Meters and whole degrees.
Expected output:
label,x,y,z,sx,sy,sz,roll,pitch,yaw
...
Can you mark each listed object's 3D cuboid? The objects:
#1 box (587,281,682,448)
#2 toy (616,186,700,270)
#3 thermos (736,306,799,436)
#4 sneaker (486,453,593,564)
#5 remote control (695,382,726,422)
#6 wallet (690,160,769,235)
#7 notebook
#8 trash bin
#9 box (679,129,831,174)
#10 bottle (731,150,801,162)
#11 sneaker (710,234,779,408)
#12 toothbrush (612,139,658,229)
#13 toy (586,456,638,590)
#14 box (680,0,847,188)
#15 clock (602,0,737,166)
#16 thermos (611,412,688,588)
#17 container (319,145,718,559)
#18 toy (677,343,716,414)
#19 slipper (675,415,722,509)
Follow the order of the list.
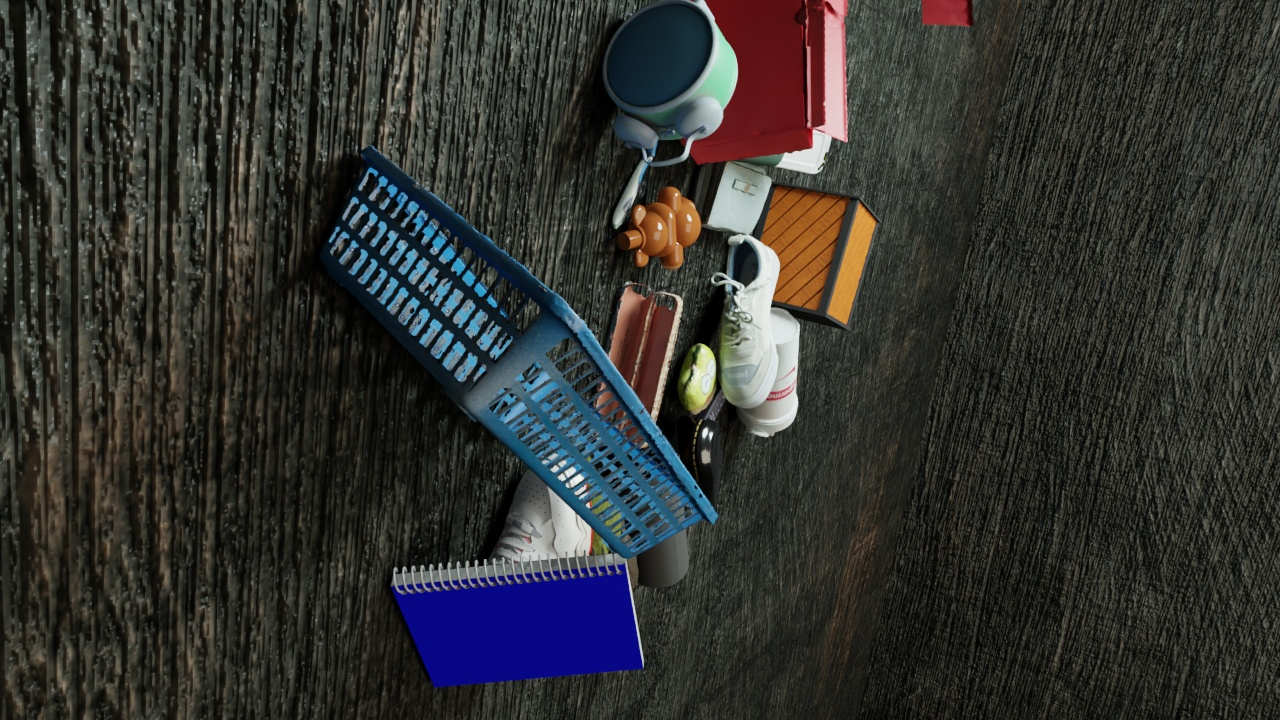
label,x,y,z,sx,sy,sz,roll,pitch,yaw
box,-0.006,0.006,1.048,0.042,0.083,0.187,-1,104,-73
toy,0.016,-0.145,1.032,0.127,0.065,0.095,-24,117,-45
thermos,0.190,0.023,1.370,0.099,0.099,0.221,-54,154,-33
sneaker,-0.124,0.215,0.940,0.104,0.090,0.237,-1,108,-53
remote control,0.113,0.056,1.351,0.136,0.015,0.032,-58,149,-32
wallet,0.112,-0.215,1.171,0.131,0.054,0.100,-3,106,-56
notebook,-0.110,0.244,0.860,0.022,0.209,0.172,-93,176,-51
trash bin,0.250,-0.152,1.355,0.139,0.140,0.172,14,92,-62
box,0.146,-0.300,1.100,0.209,0.036,0.130,4,100,-28
bottle,0.132,-0.259,1.054,0.131,0.061,0.061,1,115,-27
sneaker,0.134,-0.058,1.239,0.090,0.090,0.241,31,60,-49
toothbrush,0.011,-0.223,1.010,0.188,0.017,0.016,-65,152,-17
toy,-0.051,0.208,1.041,0.153,0.078,0.179,76,1,-48
box,0.121,-0.315,0.968,0.153,0.165,0.214,9,74,-22
clock,0.029,-0.263,0.894,0.075,0.122,0.161,31,59,-61
thermos,0.013,0.178,1.162,0.082,0.082,0.241,-47,142,-41
container,-0.093,0.021,0.732,0.089,0.257,0.362,-45,146,-9
toy,0.080,0.029,1.245,0.115,0.046,0.092,60,43,-64
slipper,0.071,0.142,1.252,0.268,0.076,0.112,73,25,-70
